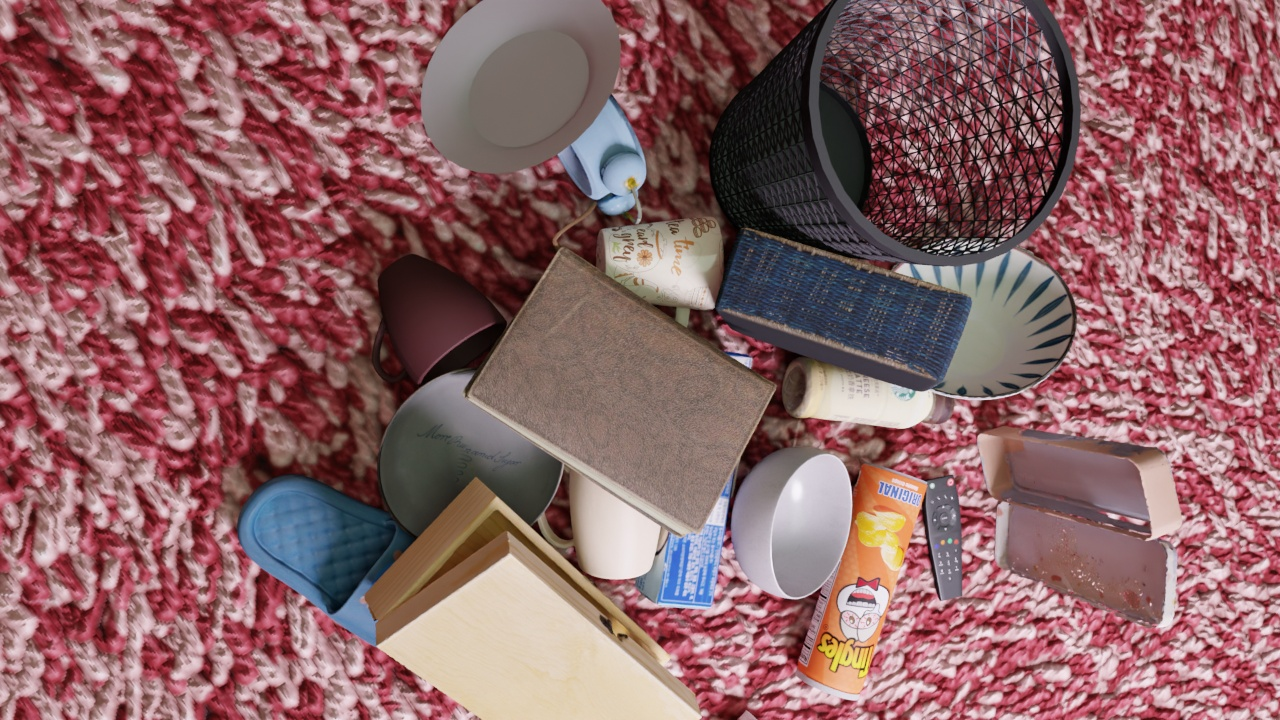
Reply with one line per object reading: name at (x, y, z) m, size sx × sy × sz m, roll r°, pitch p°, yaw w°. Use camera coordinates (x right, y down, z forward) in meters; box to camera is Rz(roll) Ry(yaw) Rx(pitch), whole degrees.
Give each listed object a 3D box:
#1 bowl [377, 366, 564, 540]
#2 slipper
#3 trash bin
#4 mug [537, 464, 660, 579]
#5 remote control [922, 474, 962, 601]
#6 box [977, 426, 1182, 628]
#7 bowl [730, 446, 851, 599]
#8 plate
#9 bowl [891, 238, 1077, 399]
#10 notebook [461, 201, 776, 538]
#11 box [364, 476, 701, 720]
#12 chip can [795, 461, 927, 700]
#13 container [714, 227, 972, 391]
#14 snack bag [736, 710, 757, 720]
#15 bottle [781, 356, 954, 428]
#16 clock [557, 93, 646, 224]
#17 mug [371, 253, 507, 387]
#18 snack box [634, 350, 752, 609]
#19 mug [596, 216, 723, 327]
bowl at (-0.141, 0.078, 0.752) m, size 0.150 × 0.057 × 0.151 m, roll -2°, pitch 95°, yaw -20°
slipper at (-0.220, 0.169, 0.732) m, size 0.213 × 0.059 × 0.103 m, roll 32°, pitch 85°, yaw -15°
trash bin at (0.175, -0.177, 0.742) m, size 0.216 × 0.243 × 0.217 m, roll -1°, pitch 92°, yaw -18°
mug at (-0.035, 0.126, 0.783) m, size 0.111 × 0.085 × 0.104 m, roll 2°, pitch 96°, yaw 11°
remote control at (0.304, 0.178, 0.921) m, size 0.039 × 0.010 × 0.125 m, roll -9°, pitch 95°, yaw -17°
box at (0.392, 0.146, 0.840) m, size 0.058 × 0.217 × 0.154 m, roll -12°, pitch 94°, yaw -15°
bowl at (0.128, 0.141, 0.824) m, size 0.131 × 0.064 × 0.132 m, roll -11°, pitch 105°, yaw -45°
plate at (-0.094, -0.222, 0.730) m, size 0.173 × 0.019 × 0.172 m, roll -6°, pitch 71°, yaw 18°
bowl at (0.311, -0.026, 0.867) m, size 0.177 × 0.177 × 0.071 m, roll -43°, pitch 148°, yaw -11°
notebook at (-0.005, 0.006, 0.730) m, size 0.215 × 0.034 × 0.190 m, roll 32°, pitch 74°, yaw -6°
box at (-0.077, 0.230, 0.712) m, size 0.140 × 0.123 × 0.249 m, roll -48°, pitch 122°, yaw -14°
chip can at (0.208, 0.205, 0.864) m, size 0.062 × 0.062 × 0.210 m, roll 20°, pitch 86°, yaw -17°
container at (0.164, -0.037, 0.763) m, size 0.187 × 0.145 × 0.071 m, roll 19°, pitch 89°, yaw 13°
snack bag at (0.085, 0.392, 0.848) m, size 0.115 × 0.036 × 0.077 m, roll -41°, pitch 103°, yaw -12°
bottle at (0.216, 0.033, 0.863) m, size 0.162 × 0.056 × 0.056 m, roll 7°, pitch 90°, yaw -18°
clock at (-0.031, -0.168, 0.757) m, size 0.051 × 0.089 × 0.124 m, roll -33°, pitch 86°, yaw -10°
mug at (-0.177, -0.030, 0.734) m, size 0.114 × 0.087 × 0.088 m, roll -40°, pitch 85°, yaw 17°
snack box at (0.046, 0.102, 0.812) m, size 0.059 × 0.059 × 0.226 m, roll 9°, pitch 91°, yaw -21°
mug at (0.012, -0.065, 0.796) m, size 0.097 × 0.081 × 0.122 m, roll -1°, pitch 119°, yaw -10°
